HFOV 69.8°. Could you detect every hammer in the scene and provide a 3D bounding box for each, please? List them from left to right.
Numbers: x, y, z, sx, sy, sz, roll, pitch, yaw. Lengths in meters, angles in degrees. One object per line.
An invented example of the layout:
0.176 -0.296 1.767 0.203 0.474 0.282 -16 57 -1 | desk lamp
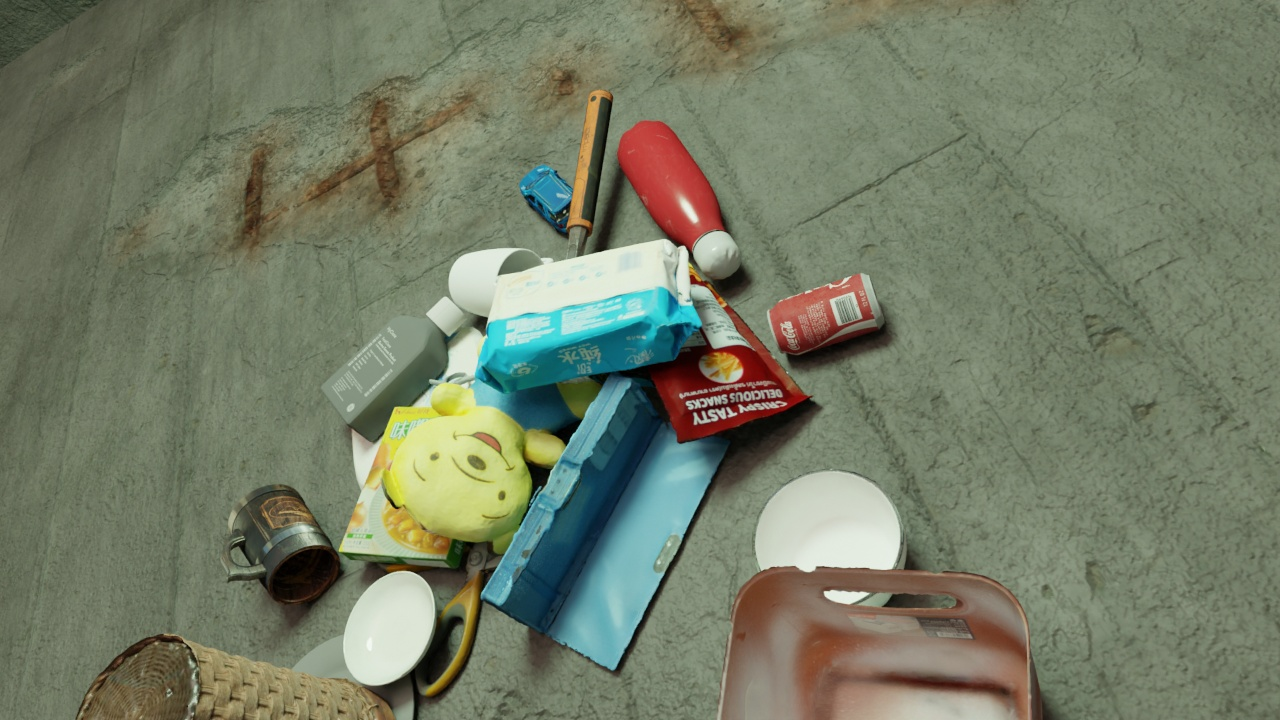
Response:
-0.055 -0.166 1.013 0.138 0.035 0.313 -11 63 39 | hammer

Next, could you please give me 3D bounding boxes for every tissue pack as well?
-0.047 -0.042 0.836 0.209 0.066 0.116 -13 47 14 | tissue pack

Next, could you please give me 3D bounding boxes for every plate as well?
-0.281 0.341 0.845 0.179 0.012 0.178 -15 52 20 | plate
-0.225 0.249 0.847 0.104 0.026 0.104 -15 54 22 | plate
-0.250 0.051 1.030 0.187 0.016 0.186 -28 49 9 | plate

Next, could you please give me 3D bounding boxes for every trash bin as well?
-0.317 0.310 0.736 0.151 0.210 0.151 -14 53 19 | trash bin
0.149 0.278 0.557 0.182 0.157 0.259 -5 55 26 | trash bin

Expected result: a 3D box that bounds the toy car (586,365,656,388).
-0.005 0.005 0.917 0.105 0.032 0.048 3 56 15 | toy car

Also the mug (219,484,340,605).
-0.383 0.191 0.943 0.107 0.115 0.080 36 113 40 | mug

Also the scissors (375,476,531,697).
-0.173 0.210 0.876 0.226 0.016 0.228 -9 54 22 | scissors

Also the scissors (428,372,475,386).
-0.152 0.013 0.986 0.141 0.014 0.147 -34 32 -28 | scissors

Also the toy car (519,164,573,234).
-0.106 -0.200 1.110 0.056 0.043 0.120 -41 48 -2 | toy car

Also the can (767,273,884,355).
0.169 -0.041 0.839 0.097 0.054 0.054 -18 51 17 | can

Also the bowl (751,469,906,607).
0.150 0.149 0.707 0.116 0.066 0.116 -15 52 19 | bowl

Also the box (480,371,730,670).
-0.023 0.136 0.798 0.112 0.094 0.231 17 67 33 | box

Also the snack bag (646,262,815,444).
0.057 -0.015 0.857 0.138 0.067 0.207 -9 41 -23 | snack bag

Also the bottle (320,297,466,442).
-0.269 0.000 1.032 0.173 0.046 0.084 -45 48 -7 | bottle

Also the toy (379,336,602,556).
-0.142 0.082 0.873 0.149 0.084 0.213 31 58 -3 | toy

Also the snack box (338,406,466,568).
-0.220 0.124 0.932 0.132 0.027 0.167 -2 57 25 | snack box

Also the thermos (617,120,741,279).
0.044 -0.171 0.987 0.073 0.073 0.239 -32 48 6 | thermos

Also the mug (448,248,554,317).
-0.153 -0.094 1.049 0.088 0.081 0.114 7 30 39 | mug
